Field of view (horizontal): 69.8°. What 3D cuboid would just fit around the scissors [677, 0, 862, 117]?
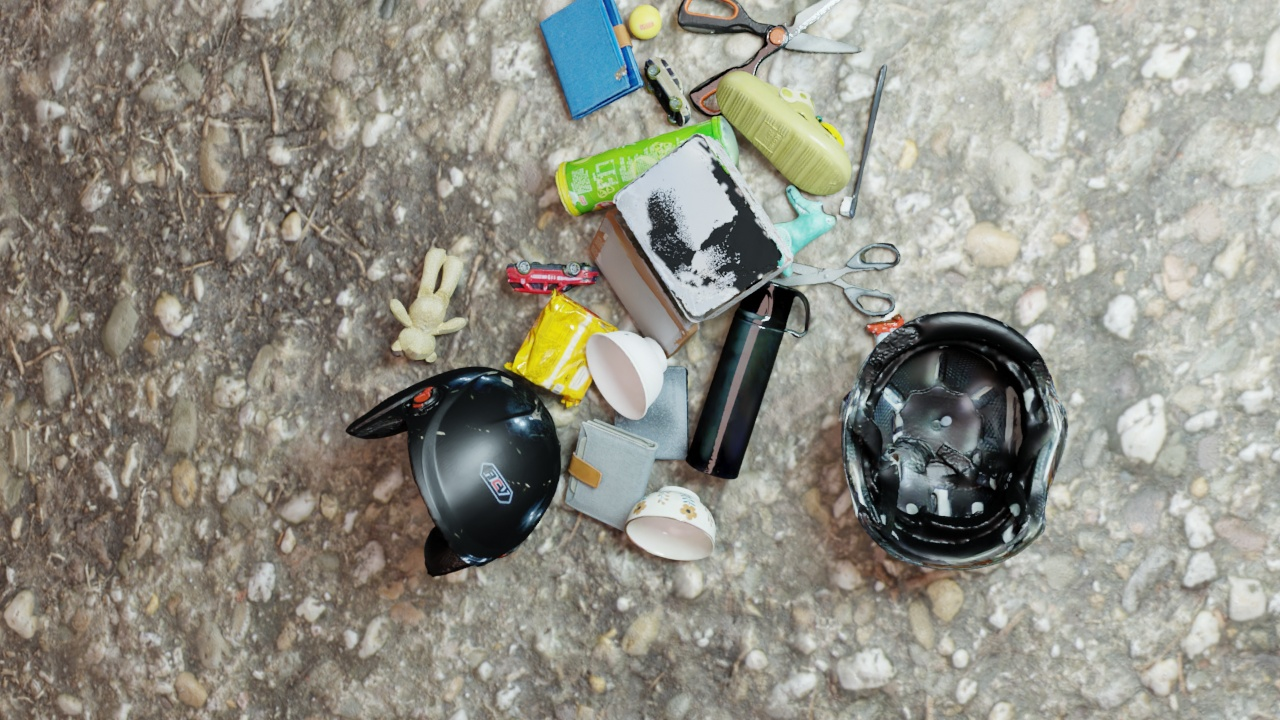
[{"bbox_3d":[0.144,-0.380,1.108,0.221,0.021,0.225,31,104,6],"label":"scissors"}]

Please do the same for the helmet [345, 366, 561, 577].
[{"bbox_3d":[-0.208,0.125,1.121,0.230,0.275,0.233,-30,109,-10],"label":"helmet"}]

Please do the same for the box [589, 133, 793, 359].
[{"bbox_3d":[0.039,-0.119,1.064,0.273,0.130,0.179,-37,84,45],"label":"box"}]

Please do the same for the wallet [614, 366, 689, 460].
[{"bbox_3d":[0.014,0.068,1.179,0.097,0.019,0.121,-1,93,14],"label":"wallet"}]

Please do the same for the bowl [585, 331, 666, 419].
[{"bbox_3d":[-0.007,0.007,1.134,0.064,0.119,0.118,-30,84,-27],"label":"bowl"}]

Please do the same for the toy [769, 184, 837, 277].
[{"bbox_3d":[0.188,-0.161,1.106,0.092,0.030,0.096,-32,79,8],"label":"toy"}]

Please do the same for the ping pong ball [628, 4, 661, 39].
[{"bbox_3d":[0.006,-0.417,1.131,0.040,0.040,0.040,1,94,16],"label":"ping pong ball"}]

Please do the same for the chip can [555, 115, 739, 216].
[{"bbox_3d":[0.010,-0.238,1.127,0.222,0.072,0.072,-12,91,17],"label":"chip can"}]

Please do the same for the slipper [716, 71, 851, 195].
[{"bbox_3d":[0.177,-0.277,1.067,0.190,0.092,0.081,39,73,-3],"label":"slipper"}]

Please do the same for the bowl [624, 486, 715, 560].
[{"bbox_3d":[0.042,0.197,1.146,0.113,0.113,0.062,5,54,15],"label":"bowl"}]

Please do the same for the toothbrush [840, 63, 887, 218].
[{"bbox_3d":[0.265,-0.258,1.082,0.018,0.015,0.181,16,99,23],"label":"toothbrush"}]

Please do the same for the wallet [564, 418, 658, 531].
[{"bbox_3d":[-0.043,0.148,1.177,0.106,0.036,0.130,21,115,13],"label":"wallet"}]

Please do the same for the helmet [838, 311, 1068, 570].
[{"bbox_3d":[0.336,0.085,1.015,0.230,0.156,0.274,-1,91,11],"label":"helmet"}]

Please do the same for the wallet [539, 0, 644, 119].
[{"bbox_3d":[-0.062,-0.386,1.155,0.107,0.040,0.133,-20,89,25],"label":"wallet"}]

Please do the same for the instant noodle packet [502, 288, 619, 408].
[{"bbox_3d":[-0.099,-0.013,1.179,0.110,0.044,0.128,30,104,-13],"label":"instant noodle packet"}]

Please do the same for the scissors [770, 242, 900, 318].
[{"bbox_3d":[0.232,-0.104,1.107,0.166,0.014,0.163,-44,80,16],"label":"scissors"}]

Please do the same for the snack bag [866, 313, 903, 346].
[{"bbox_3d":[0.298,-0.001,1.086,0.045,0.026,0.105,-11,92,8],"label":"snack bag"}]

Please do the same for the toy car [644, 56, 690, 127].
[{"bbox_3d":[0.035,-0.330,1.128,0.035,0.042,0.090,-28,80,-6],"label":"toy car"}]

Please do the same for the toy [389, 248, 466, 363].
[{"bbox_3d":[-0.285,-0.074,1.236,0.105,0.066,0.157,17,97,-29],"label":"toy"}]

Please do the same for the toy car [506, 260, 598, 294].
[{"bbox_3d":[-0.113,-0.107,1.184,0.121,0.052,0.045,1,95,19],"label":"toy car"}]

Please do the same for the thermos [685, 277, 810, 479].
[{"bbox_3d":[0.133,0.024,1.112,0.090,0.068,0.243,20,100,8],"label":"thermos"}]
